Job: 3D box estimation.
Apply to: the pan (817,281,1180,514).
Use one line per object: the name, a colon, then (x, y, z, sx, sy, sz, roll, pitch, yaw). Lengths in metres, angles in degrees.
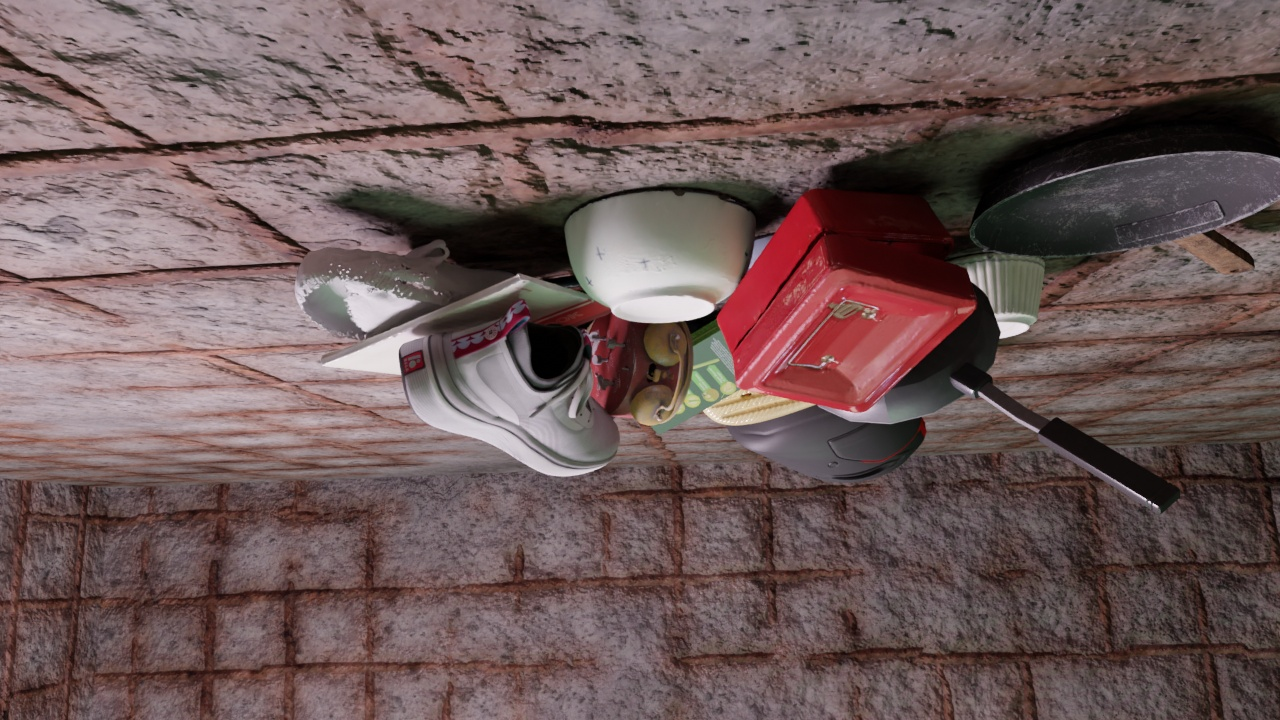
pan: (0.263, 0.013, 0.740, 0.357, 0.178, 0.041, 42, 167, 49)

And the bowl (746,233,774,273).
bowl: (0.137, -0.074, 0.810, 0.114, 0.045, 0.114, -2, 168, -1)

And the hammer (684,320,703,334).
hammer: (-0.070, -0.011, 1.121, 0.322, 0.040, 0.129, -7, 163, 29)

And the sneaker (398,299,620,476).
sneaker: (-0.076, 0.023, 0.792, 0.129, 0.096, 0.263, -27, 148, 21)

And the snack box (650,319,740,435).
snack box: (0.057, 0.018, 1.027, 0.148, 0.025, 0.080, -31, 120, 20)

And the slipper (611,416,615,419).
slipper: (-0.073, 0.044, 1.098, 0.109, 0.083, 0.265, 0, 168, 6)

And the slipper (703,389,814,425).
slipper: (0.187, -0.007, 1.062, 0.262, 0.111, 0.079, -17, -154, 17)

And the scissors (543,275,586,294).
scissors: (-0.005, -0.072, 0.880, 0.210, 0.015, 0.142, -9, 165, 34)

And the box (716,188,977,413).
box: (0.147, -0.049, 0.696, 0.134, 0.112, 0.158, 9, 143, -23)

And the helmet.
helmet: (0.239, 0.057, 1.177, 0.265, 0.164, 0.170, -8, 139, 3)

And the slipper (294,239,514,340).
slipper: (-0.179, -0.057, 0.767, 0.112, 0.074, 0.246, -37, 159, 24)

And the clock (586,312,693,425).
clock: (-0.005, 0.005, 0.909, 0.081, 0.117, 0.159, 7, -172, -30)

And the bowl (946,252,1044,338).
bowl: (0.330, -0.057, 0.883, 0.115, 0.062, 0.115, -2, 168, -1)

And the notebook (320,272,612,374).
notebook: (-0.142, -0.023, 0.782, 0.209, 0.012, 0.153, -20, 165, 25)

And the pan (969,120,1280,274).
pan: (0.397, -0.111, 0.698, 0.356, 0.040, 0.208, 7, 165, -41)

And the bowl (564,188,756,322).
bowl: (0.016, -0.074, 0.727, 0.153, 0.072, 0.153, -1, 168, 0)
